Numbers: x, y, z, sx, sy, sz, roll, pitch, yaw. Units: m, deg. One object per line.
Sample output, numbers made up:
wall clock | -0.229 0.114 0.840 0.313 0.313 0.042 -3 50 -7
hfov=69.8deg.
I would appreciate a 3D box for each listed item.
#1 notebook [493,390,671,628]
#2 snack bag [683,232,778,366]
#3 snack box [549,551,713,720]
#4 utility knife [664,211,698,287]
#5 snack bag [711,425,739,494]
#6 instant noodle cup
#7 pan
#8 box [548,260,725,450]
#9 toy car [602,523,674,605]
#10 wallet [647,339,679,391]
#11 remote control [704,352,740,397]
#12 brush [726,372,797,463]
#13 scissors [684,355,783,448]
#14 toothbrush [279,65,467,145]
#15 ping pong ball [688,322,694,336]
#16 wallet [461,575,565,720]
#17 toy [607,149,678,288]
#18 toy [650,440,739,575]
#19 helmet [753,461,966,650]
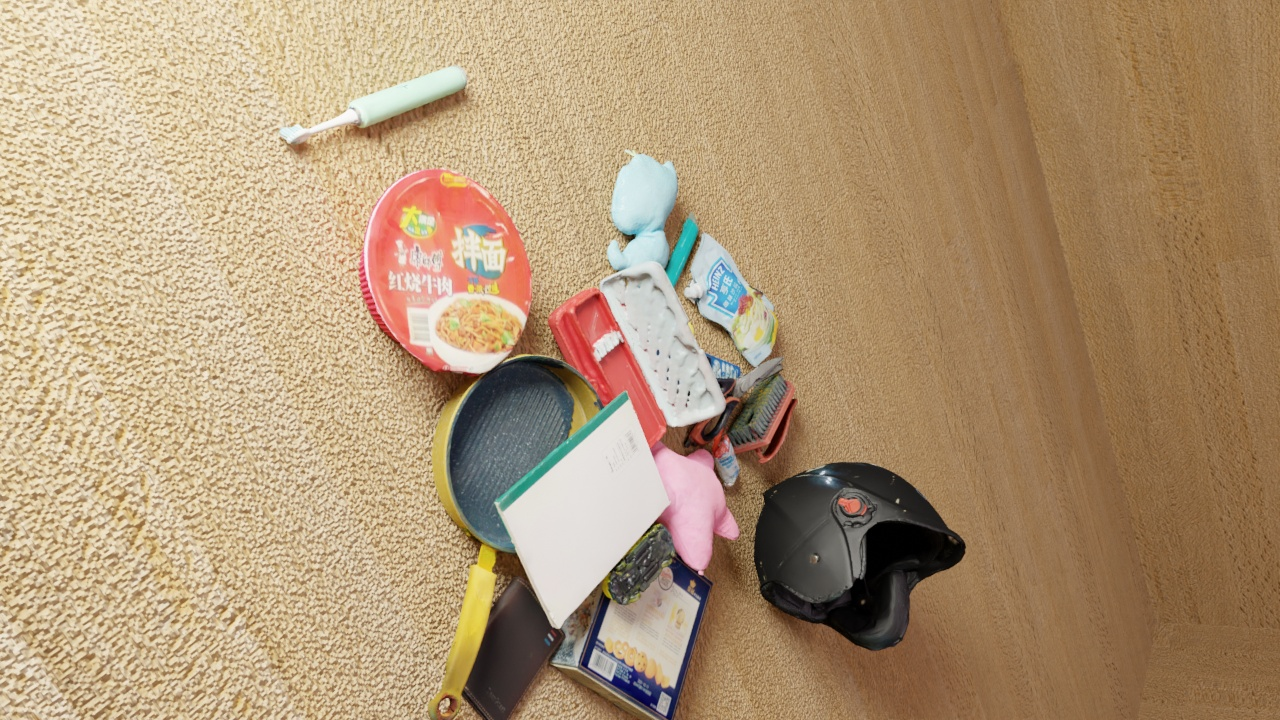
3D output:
notebook | -0.050 0.146 0.934 0.208 0.012 0.150 -40 118 -43
snack bag | 0.128 -0.082 1.283 0.191 0.039 0.110 43 63 -37
snack box | -0.003 0.297 1.049 0.178 0.046 0.182 45 51 -35
utility knife | 0.045 -0.127 1.206 0.029 0.013 0.179 47 49 -31
snack bag | 0.114 0.133 1.221 0.048 0.026 0.104 -62 146 -35
instant noodle cup | -0.194 -0.079 0.868 0.193 0.066 0.193 14 72 -49
pan | -0.134 0.163 0.883 0.197 0.078 0.356 36 67 -34
box | -0.004 0.001 1.035 0.154 0.073 0.201 -29 109 -7
toy car | -0.003 0.221 1.000 0.105 0.032 0.048 -39 112 -39
wallet | -0.007 0.006 1.102 0.133 0.040 0.106 45 58 -33
remote control | 0.093 0.019 1.230 0.124 0.024 0.049 22 67 -48
brush | 0.182 0.079 1.299 0.069 0.063 0.145 51 45 -16
scissors | 0.128 0.053 1.242 0.206 0.015 0.192 24 83 -47
toothbrush | -0.245 -0.240 0.865 0.027 0.027 0.223 38 44 10
ping pong ball | 0.049 -0.034 1.173 0.040 0.040 0.040 12 75 -49
wallet | -0.133 0.292 0.916 0.122 0.020 0.096 -53 123 -38
toy | 0.003 -0.181 1.137 0.161 0.050 0.156 -43 124 -36
toy | 0.046 0.169 1.096 0.194 0.075 0.178 20 45 -45
helmet | 0.283 0.246 1.237 0.233 0.275 0.229 46 24 -47
